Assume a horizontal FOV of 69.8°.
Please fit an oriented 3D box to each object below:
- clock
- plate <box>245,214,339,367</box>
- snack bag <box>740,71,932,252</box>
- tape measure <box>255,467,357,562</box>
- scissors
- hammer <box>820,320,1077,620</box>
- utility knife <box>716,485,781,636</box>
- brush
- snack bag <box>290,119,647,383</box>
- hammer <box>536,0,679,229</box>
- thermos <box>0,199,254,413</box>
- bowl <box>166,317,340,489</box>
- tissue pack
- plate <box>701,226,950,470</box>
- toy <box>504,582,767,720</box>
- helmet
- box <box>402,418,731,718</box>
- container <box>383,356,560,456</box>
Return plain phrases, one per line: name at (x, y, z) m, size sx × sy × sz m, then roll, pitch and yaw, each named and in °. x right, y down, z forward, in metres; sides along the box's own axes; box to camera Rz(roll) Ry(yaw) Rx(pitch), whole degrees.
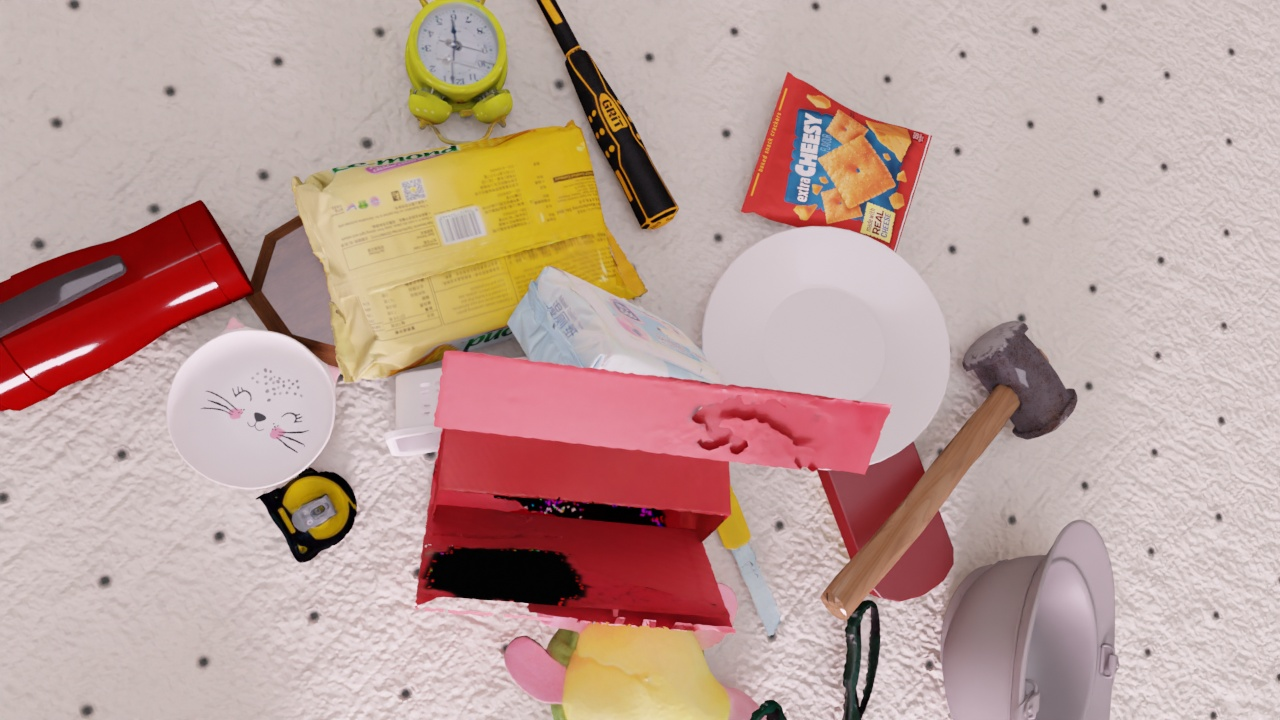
clock at (-0.144, -0.229, 0.729) m, size 0.083 × 0.057 × 0.119 m, roll -5°, pitch 93°, yaw -13°
plate at (-0.237, -0.060, 0.711) m, size 0.131 × 0.025 × 0.131 m, roll 1°, pitch 86°, yaw -12°
snack bag at (0.172, -0.164, 0.801) m, size 0.144 × 0.039 × 0.130 m, roll 20°, pitch 83°, yaw -10°
tape measure at (-0.246, 0.113, 0.693) m, size 0.061 × 0.034 × 0.061 m, roll -33°, pitch 94°, yaw -15°
scissors at (0.158, 0.282, 0.749) m, size 0.201 × 0.015 × 0.203 m, roll 47°, pitch 58°, yaw -35°
hammer at (0.253, 0.091, 0.756) m, size 0.327 × 0.052 × 0.098 m, roll -42°, pitch 96°, yaw -28°
utility knife at (0.069, 0.125, 0.769) m, size 0.030 × 0.019 × 0.224 m, roll -23°, pitch 86°, yaw -7°
brush at (0.202, 0.117, 0.786) m, size 0.082 × 0.042 × 0.173 m, roll -21°, pitch 91°, yaw -13°
snack bag at (-0.124, -0.090, 0.697) m, size 0.246 × 0.068 × 0.159 m, roll -18°, pitch 94°, yaw -22°
hammer at (-0.052, -0.256, 0.764) m, size 0.123 × 0.036 × 0.320 m, roll -28°, pitch 90°, yaw -14°
thermos at (-0.383, -0.038, 0.636) m, size 0.198 × 0.108 × 0.084 m, roll -29°, pitch 91°, yaw -15°
bowl at (-0.284, 0.036, 0.681) m, size 0.114 × 0.051 × 0.114 m, roll 1°, pitch 86°, yaw -12°
tissue pack at (-0.004, 0.004, 0.682) m, size 0.181 × 0.112 × 0.070 m, roll 21°, pitch 112°, yaw -43°
plate at (0.154, -0.012, 0.765) m, size 0.208 × 0.015 × 0.208 m, roll 1°, pitch 76°, yaw -4°
toy at (0.010, 0.257, 0.712) m, size 0.238 × 0.088 × 0.189 m, roll 31°, pitch 64°, yaw -13°
helmet at (0.307, 0.260, 0.768) m, size 0.183 × 0.118 × 0.271 m, roll 3°, pitch 91°, yaw -43°
box at (-0.085, 0.237, 0.770) m, size 0.214 × 0.171 × 0.479 m, roll 8°, pitch 115°, yaw -13°
container at (-0.131, 0.034, 0.704) m, size 0.129 × 0.081 × 0.049 m, roll -8°, pitch 76°, yaw -13°
